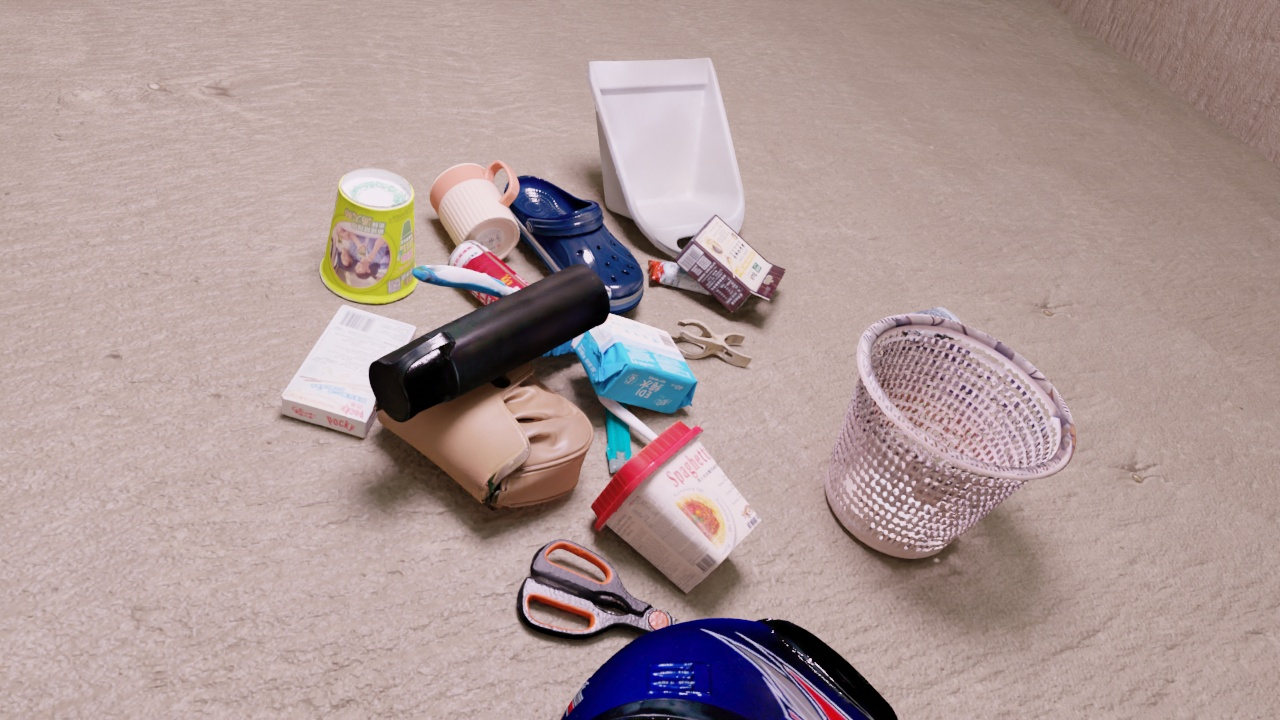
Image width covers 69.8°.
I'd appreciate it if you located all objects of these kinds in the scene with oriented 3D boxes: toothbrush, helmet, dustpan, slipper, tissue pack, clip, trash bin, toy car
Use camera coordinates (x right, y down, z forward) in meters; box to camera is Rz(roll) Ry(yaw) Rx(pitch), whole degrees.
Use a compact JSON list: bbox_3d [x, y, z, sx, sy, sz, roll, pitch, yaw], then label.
[{"bbox_3d":[0.021,0.093,0.979,0.180,0.016,0.016,39,31,16],"label":"toothbrush"},{"bbox_3d":[0.089,0.314,0.595,0.315,0.247,0.240,35,9,22],"label":"helmet"},{"bbox_3d":[0.055,-0.280,1.283,0.222,0.258,0.143,-15,28,-34],"label":"dustpan"},{"bbox_3d":[-0.079,-0.161,1.150,0.104,0.095,0.253,-26,59,-32],"label":"slipper"},{"bbox_3d":[-0.006,0.006,1.017,0.140,0.063,0.090,15,34,-42],"label":"tissue pack"},{"bbox_3d":[0.087,-0.022,1.131,0.100,0.035,0.074,12,40,-17],"label":"clip"},{"bbox_3d":[0.297,0.093,0.960,0.227,0.193,0.227,11,41,-10],"label":"trash bin"},{"bbox_3d":[0.414,-0.052,1.297,0.105,0.031,0.049,-11,50,-33],"label":"toy car"}]

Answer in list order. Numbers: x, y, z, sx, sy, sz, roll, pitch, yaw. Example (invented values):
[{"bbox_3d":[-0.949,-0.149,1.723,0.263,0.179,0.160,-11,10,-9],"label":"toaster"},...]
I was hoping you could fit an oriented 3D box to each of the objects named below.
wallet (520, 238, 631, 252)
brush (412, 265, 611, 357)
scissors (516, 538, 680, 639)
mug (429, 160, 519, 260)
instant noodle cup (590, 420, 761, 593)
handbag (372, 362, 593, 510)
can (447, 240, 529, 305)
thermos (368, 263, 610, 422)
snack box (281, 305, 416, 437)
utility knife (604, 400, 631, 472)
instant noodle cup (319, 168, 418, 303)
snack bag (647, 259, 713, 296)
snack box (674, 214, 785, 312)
[{"bbox_3d":[-0.084,-0.150,1.215,0.121,0.019,0.097,32,44,12],"label":"wallet"},{"bbox_3d":[-0.129,-0.054,0.956,0.060,0.110,0.313,35,25,26],"label":"brush"},{"bbox_3d":[-0.003,0.243,0.813,0.235,0.022,0.138,37,51,13],"label":"scissors"},{"bbox_3d":[-0.196,-0.192,1.146,0.081,0.115,0.106,25,26,-53],"label":"mug"},{"bbox_3d":[0.036,0.143,0.874,0.124,0.117,0.116,46,45,10],"label":"instant noodle cup"},{"bbox_3d":[-0.149,0.054,0.896,0.204,0.100,0.147,33,36,21],"label":"handbag"},{"bbox_3d":[-0.166,-0.085,1.080,0.133,0.053,0.053,40,44,22],"label":"can"},{"bbox_3d":[-0.130,-0.024,0.853,0.241,0.090,0.068,-31,82,-40],"label":"thermos"},{"bbox_3d":[-0.297,0.007,0.945,0.084,0.027,0.156,17,40,-4],"label":"snack box"},{"bbox_3d":[-0.030,0.042,1.025,0.029,0.013,0.218,11,40,-17],"label":"utility knife"},{"bbox_3d":[-0.302,-0.146,1.038,0.111,0.124,0.111,12,41,-10],"label":"instant noodle cup"},{"bbox_3d":[0.059,-0.109,1.219,0.105,0.026,0.045,14,36,-9],"label":"snack bag"},{"bbox_3d":[0.120,-0.126,1.217,0.125,0.053,0.113,42,33,-3],"label":"snack box"}]
